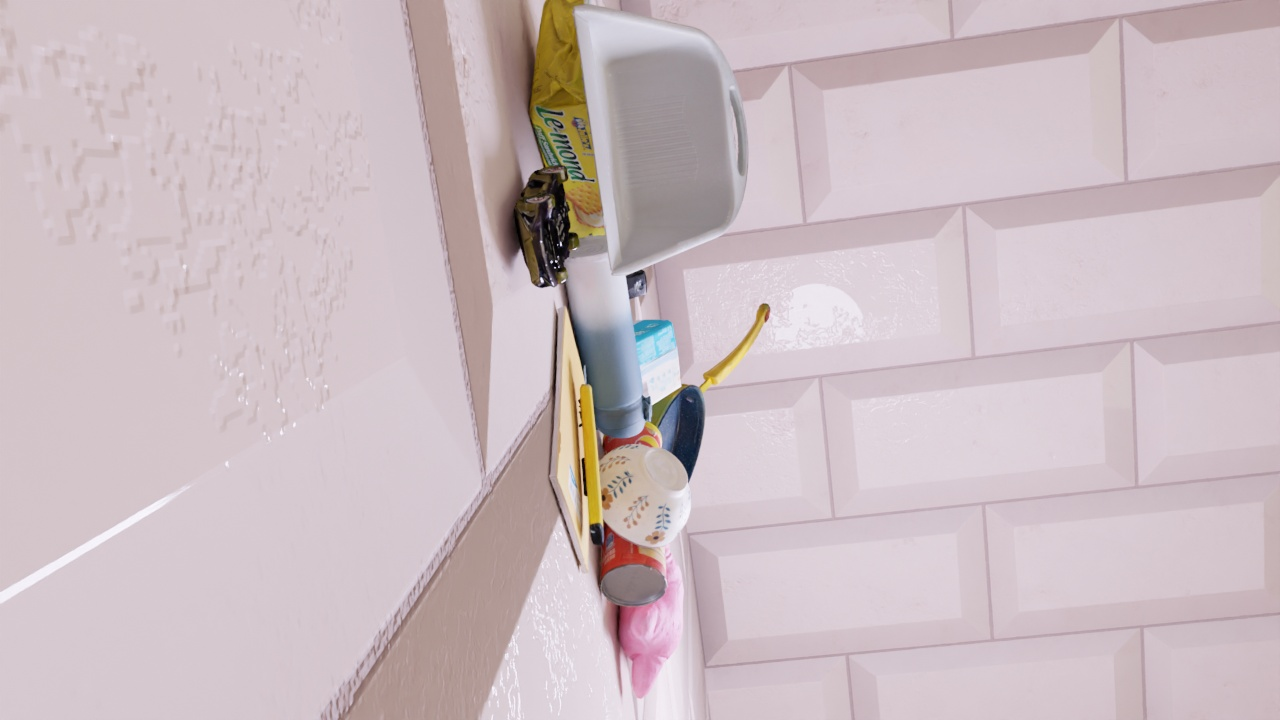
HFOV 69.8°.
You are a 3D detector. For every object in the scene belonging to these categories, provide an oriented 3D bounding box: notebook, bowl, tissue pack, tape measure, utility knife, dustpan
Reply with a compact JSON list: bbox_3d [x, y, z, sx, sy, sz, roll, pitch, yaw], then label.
[{"bbox_3d":[-0.062,0.070,0.848,0.205,0.010,0.146,-93,175,-45],"label":"notebook"},{"bbox_3d":[0.009,0.129,0.944,0.062,0.113,0.113,-50,-154,34],"label":"bowl"},{"bbox_3d":[-0.007,0.007,1.116,0.139,0.063,0.090,-30,115,-53],"label":"tissue pack"},{"bbox_3d":[-0.033,-0.099,1.149,0.066,0.066,0.034,40,-38,55],"label":"tape measure"},{"bbox_3d":[-0.047,0.082,0.837,0.033,0.015,0.173,89,-5,-68],"label":"utility knife"},{"bbox_3d":[0.037,-0.211,0.862,0.257,0.143,0.223,-77,159,-77],"label":"dustpan"}]

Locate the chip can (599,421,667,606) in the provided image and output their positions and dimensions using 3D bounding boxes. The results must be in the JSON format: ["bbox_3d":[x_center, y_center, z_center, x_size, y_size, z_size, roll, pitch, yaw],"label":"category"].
[{"bbox_3d":[-0.009,0.163,1.012,0.216,0.073,0.073,-91,173,-49],"label":"chip can"}]

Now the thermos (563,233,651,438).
[{"bbox_3d":[-0.035,-0.021,0.973,0.070,0.070,0.221,-88,170,-63],"label":"thermos"}]

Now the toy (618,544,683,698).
[{"bbox_3d":[0.014,0.289,1.068,0.194,0.074,0.179,-79,170,-53],"label":"toy"}]

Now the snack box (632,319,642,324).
[{"bbox_3d":[0.012,0.029,1.263,0.084,0.027,0.157,-92,175,-47],"label":"snack box"}]

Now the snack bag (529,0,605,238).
[{"bbox_3d":[-0.063,-0.237,0.935,0.247,0.068,0.157,77,8,-55],"label":"snack bag"}]

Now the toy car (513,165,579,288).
[{"bbox_3d":[-0.076,-0.106,0.720,0.158,0.042,0.070,-90,172,-67],"label":"toy car"}]

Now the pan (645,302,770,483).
[{"bbox_3d":[0.078,0.061,1.245,0.356,0.078,0.198,-64,156,-21],"label":"pan"}]
